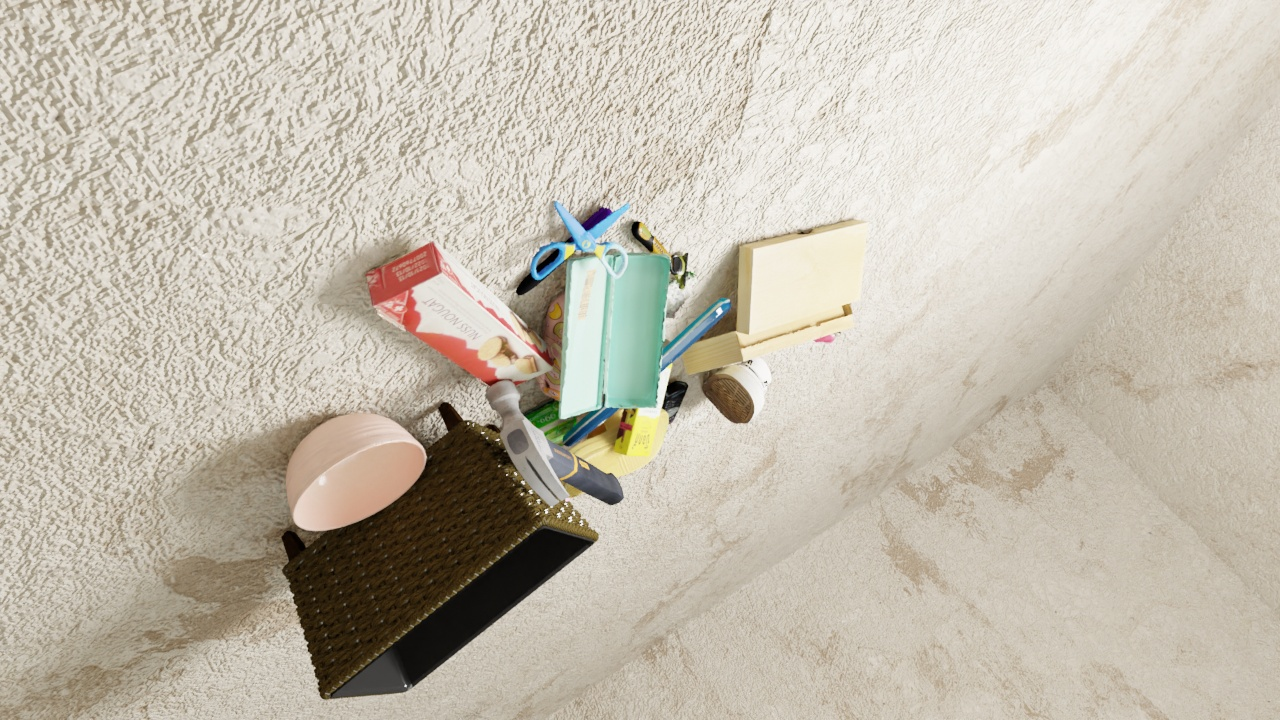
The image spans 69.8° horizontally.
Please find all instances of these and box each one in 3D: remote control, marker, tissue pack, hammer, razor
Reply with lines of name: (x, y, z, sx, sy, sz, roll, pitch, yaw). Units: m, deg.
remote control: (0.043, 0.074, 1.462, 0.045, 0.021, 0.141, -26, 158, -21)
marker: (-0.082, -0.115, 0.969, 0.134, 0.015, 0.018, -40, 143, 8)
tissue pack: (-0.137, 0.099, 1.253, 0.113, 0.034, 0.100, -26, 155, -18)
hammer: (-0.088, 0.128, 1.132, 0.035, 0.139, 0.312, -30, 156, 7)
razor: (0.024, -0.128, 1.070, 0.021, 0.044, 0.144, -1, 163, 25)

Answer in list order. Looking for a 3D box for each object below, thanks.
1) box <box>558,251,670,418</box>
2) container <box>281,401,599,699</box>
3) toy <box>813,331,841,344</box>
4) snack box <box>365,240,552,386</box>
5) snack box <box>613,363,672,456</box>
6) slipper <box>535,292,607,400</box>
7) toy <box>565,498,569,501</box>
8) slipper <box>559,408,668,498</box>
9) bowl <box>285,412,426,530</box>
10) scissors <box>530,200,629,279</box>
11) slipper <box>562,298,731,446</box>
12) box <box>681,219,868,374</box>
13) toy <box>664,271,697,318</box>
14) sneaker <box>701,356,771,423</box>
box: (-0.033, -0.029, 1.042, 0.138, 0.055, 0.187, -3, 110, -25)
container: (-0.253, 0.220, 1.100, 0.321, 0.205, 0.176, -39, 155, 4)
toy: (0.299, -0.059, 1.539, 0.066, 0.050, 0.102, -9, 157, 23)
snack box: (-0.174, -0.033, 0.939, 0.077, 0.044, 0.273, -23, 156, 8)
snack box: (0.005, 0.060, 1.286, 0.061, 0.026, 0.149, 11, 94, -57)
slipper: (-0.068, -0.008, 1.100, 0.093, 0.081, 0.198, -25, 151, -26)
toy: (-0.155, 0.193, 1.355, 0.123, 0.067, 0.158, -27, 159, -14)
slipper: (-0.050, 0.120, 1.341, 0.262, 0.078, 0.100, -23, 140, -52)
bowl: (-0.314, 0.107, 0.982, 0.152, 0.076, 0.153, -30, 156, -15)
scissors: (-0.058, -0.120, 0.950, 0.125, 0.013, 0.127, -40, 138, 1)
slipper: (-0.007, 0.007, 1.186, 0.295, 0.060, 0.118, -41, 180, 14)
box: (0.209, -0.078, 1.326, 0.247, 0.118, 0.253, -18, 143, -38)
toy: (0.022, -0.067, 1.164, 0.095, 0.041, 0.109, -11, 151, -46)
sneaker: (0.166, 0.036, 1.423, 0.097, 0.091, 0.245, -40, 174, -6)
